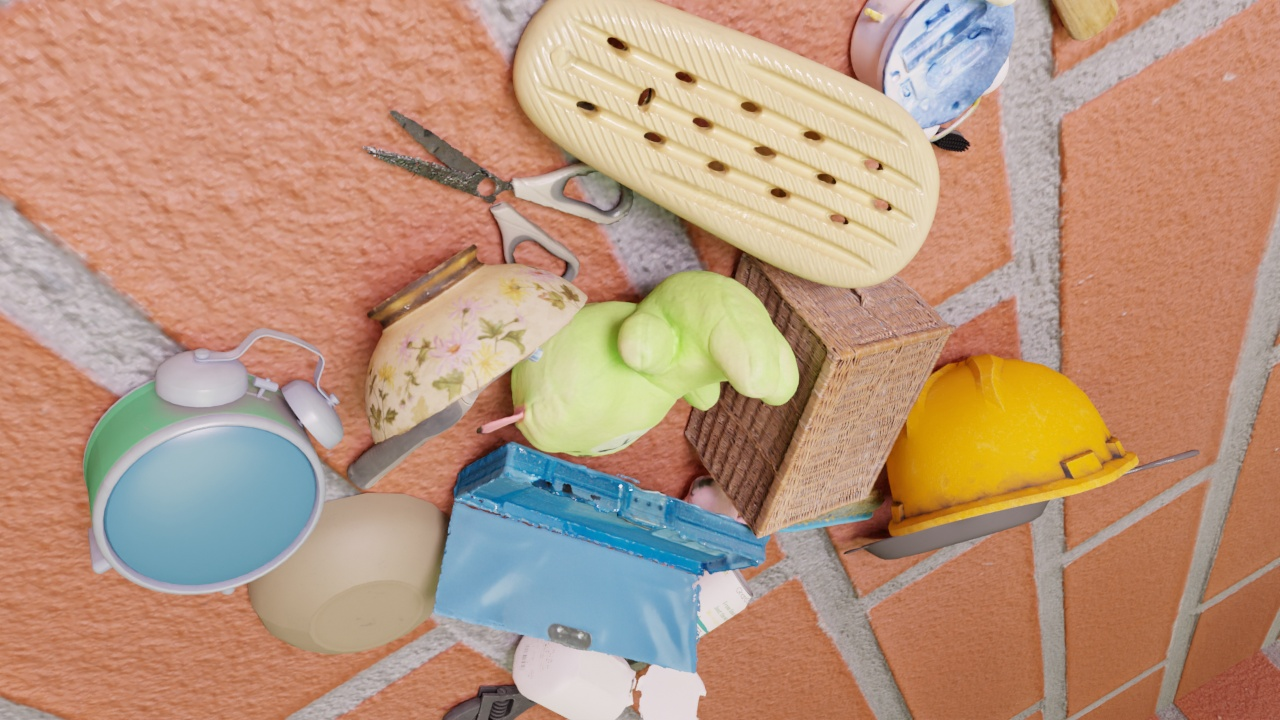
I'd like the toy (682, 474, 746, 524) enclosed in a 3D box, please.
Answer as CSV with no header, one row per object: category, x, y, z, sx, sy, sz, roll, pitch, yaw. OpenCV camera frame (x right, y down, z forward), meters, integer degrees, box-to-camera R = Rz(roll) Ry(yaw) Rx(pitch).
toy,0.056,0.148,0.799,0.099,0.052,0.096,-41,123,18

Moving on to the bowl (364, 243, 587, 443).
bowl,-0.107,-0.021,0.519,0.145,0.145,0.063,-33,100,2

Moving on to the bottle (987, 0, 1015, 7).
bottle,0.123,-0.226,0.462,0.184,0.045,0.045,17,120,-25

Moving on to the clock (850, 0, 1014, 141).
clock,0.180,-0.182,0.560,0.089,0.052,0.125,-37,138,6

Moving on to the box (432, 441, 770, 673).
box,-0.023,0.152,0.666,0.231,0.112,0.094,23,148,-28

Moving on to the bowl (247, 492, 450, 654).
bowl,-0.204,0.168,0.673,0.152,0.050,0.153,-16,136,-16

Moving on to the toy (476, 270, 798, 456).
toy,-0.003,0.003,0.582,0.197,0.107,0.150,-8,172,18

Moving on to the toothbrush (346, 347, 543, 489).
toothbrush,-0.125,0.034,0.571,0.186,0.022,0.024,-34,136,32

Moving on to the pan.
pan,0.381,0.153,0.923,0.355,0.024,0.216,-19,165,8

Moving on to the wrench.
wrench,-0.067,0.319,0.921,0.272,0.018,0.073,-17,127,-18

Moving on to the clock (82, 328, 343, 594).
clock,-0.241,0.053,0.532,0.121,0.075,0.162,26,101,-42

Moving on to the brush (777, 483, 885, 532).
brush,0.148,0.128,0.839,0.135,0.055,0.076,-3,153,-27

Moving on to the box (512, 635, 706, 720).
box,-0.027,0.295,0.844,0.137,0.084,0.147,-15,138,25

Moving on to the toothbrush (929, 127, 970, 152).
toothbrush,0.154,-0.153,0.604,0.167,0.013,0.013,1,129,-27

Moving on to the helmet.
helmet,0.303,0.062,0.800,0.206,0.131,0.254,-22,168,32

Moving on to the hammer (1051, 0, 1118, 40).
hammer,0.194,-0.278,0.494,0.132,0.033,0.330,-48,136,15

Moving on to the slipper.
slipper,0.053,-0.132,0.522,0.261,0.079,0.111,20,116,-20

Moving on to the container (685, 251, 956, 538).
container,0.125,0.020,0.676,0.112,0.113,0.199,-11,136,-28

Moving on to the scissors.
scissors,-0.070,-0.099,0.525,0.150,0.012,0.165,-25,137,-7

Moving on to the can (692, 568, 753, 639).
can,0.054,0.235,0.884,0.101,0.055,0.055,-34,138,4
